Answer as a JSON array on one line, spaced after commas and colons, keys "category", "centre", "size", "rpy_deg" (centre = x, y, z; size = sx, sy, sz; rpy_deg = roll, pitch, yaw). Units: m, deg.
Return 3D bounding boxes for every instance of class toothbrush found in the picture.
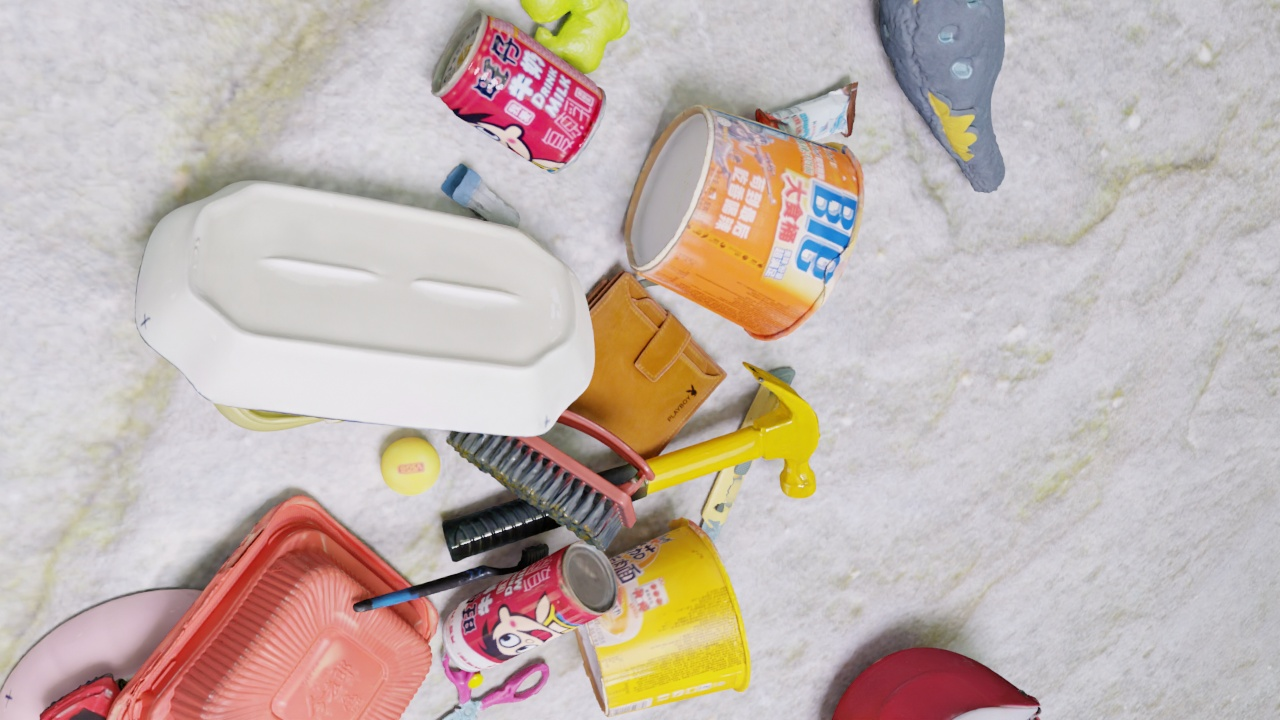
[{"category": "toothbrush", "centre": [-0.124, 0.150, 0.642], "size": [0.189, 0.014, 0.016], "rpy_deg": [1, 105, -56]}]

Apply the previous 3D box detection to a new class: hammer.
[{"category": "hammer", "centre": [0.000, 0.089, 0.697], "size": [0.300, 0.033, 0.129], "rpy_deg": [-17, 121, -13]}]

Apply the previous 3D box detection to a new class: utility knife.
[{"category": "utility knife", "centre": [0.083, 0.091, 0.779], "size": [0.031, 0.020, 0.190], "rpy_deg": [22, 99, -25]}]

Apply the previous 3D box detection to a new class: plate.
[{"category": "plate", "centre": [-0.145, -0.040, 0.538], "size": [0.265, 0.161, 0.034], "rpy_deg": [9, 144, -23]}, {"category": "plate", "centre": [-0.316, 0.246, 0.604], "size": [0.192, 0.039, 0.192], "rpy_deg": [-8, 109, -25]}]

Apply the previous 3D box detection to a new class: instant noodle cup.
[{"category": "instant noodle cup", "centre": [0.008, 0.205, 0.710], "size": [0.109, 0.138, 0.138], "rpy_deg": [-14, 111, -13]}, {"category": "instant noodle cup", "centre": [-0.217, 0.204, 0.590], "size": [0.164, 0.079, 0.188], "rpy_deg": [51, 57, -32]}, {"category": "instant noodle cup", "centre": [0.064, -0.100, 0.638], "size": [0.111, 0.151, 0.151], "rpy_deg": [18, 96, -22]}]

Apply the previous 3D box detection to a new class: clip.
[{"category": "clip", "centre": [-0.105, -0.105, 0.618], "size": [0.058, 0.043, 0.026], "rpy_deg": [42, 80, -38]}]

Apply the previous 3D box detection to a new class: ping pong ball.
[{"category": "ping pong ball", "centre": [-0.158, 0.073, 0.632], "size": [0.040, 0.040, 0.040], "rpy_deg": [-8, 109, -25]}]

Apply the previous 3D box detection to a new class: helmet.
[{"category": "helmet", "centre": [0.272, 0.376, 0.890], "size": [0.206, 0.144, 0.240], "rpy_deg": [-36, 132, -13]}]

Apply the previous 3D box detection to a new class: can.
[{"category": "can", "centre": [-0.082, 0.178, 0.657], "size": [0.133, 0.053, 0.053], "rpy_deg": [-33, 125, 29]}, {"category": "can", "centre": [-0.078, -0.170, 0.584], "size": [0.093, 0.066, 0.066], "rpy_deg": [28, 91, -31]}]

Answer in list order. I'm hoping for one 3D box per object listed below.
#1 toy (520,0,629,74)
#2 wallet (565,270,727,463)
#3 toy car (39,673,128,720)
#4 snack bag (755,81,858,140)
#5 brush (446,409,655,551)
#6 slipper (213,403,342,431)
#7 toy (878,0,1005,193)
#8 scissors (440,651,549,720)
[{"category": "toy", "centre": [-0.047, -0.243, 0.598], "size": [0.100, 0.031, 0.096], "rpy_deg": [40, 87, -31]}, {"category": "wallet", "centre": [-0.004, 0.004, 0.698], "size": [0.119, 0.035, 0.130], "rpy_deg": [-47, 121, -1]}, {"category": "toy car", "centre": [-0.316, 0.241, 0.561], "size": [0.049, 0.031, 0.106], "rpy_deg": [-30, 119, -15]}, {"category": "snack bag", "centre": [0.127, -0.183, 0.709], "size": [0.104, 0.026, 0.048], "rpy_deg": [-18, 126, -21]}, {"category": "brush", "centre": [-0.064, 0.064, 0.634], "size": [0.069, 0.146, 0.063], "rpy_deg": [-54, 163, -18]}, {"category": "slipper", "centre": [-0.173, 0.001, 0.581], "size": [0.190, 0.081, 0.092], "rpy_deg": [-16, 115, -19]}, {"category": "toy", "centre": [0.240, -0.294, 0.697], "size": [0.137, 0.091, 0.357], "rpy_deg": [-22, 117, -34]}, {"category": "scissors", "centre": [-0.127, 0.271, 0.724], "size": [0.130, 0.017, 0.133], "rpy_deg": [0, 110, -30]}]
